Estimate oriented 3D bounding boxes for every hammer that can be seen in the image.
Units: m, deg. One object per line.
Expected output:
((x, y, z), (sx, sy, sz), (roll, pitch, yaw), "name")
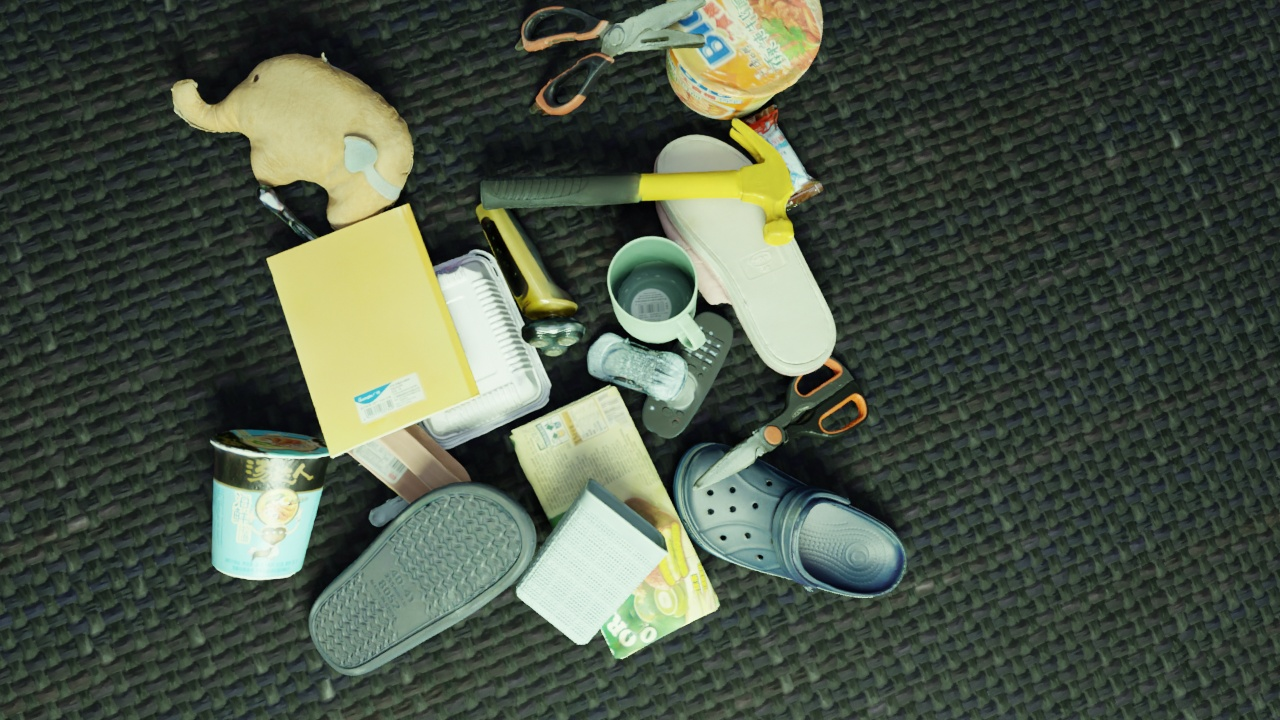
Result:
((-0.002, -0.168, 0.889), (0.300, 0.033, 0.128), (-3, 72, -3), "hammer")

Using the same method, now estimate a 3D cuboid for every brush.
((-0.218, 0.095, 0.866), (0.145, 0.073, 0.063), (42, 65, -3), "brush")

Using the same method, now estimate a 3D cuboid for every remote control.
((0.047, 0.015, 0.927), (0.053, 0.024, 0.136), (30, 85, 1), "remote control")

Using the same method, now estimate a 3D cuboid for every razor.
((-0.114, -0.083, 0.903), (0.067, 0.062, 0.167), (-24, 83, -41), "razor")
((-0.315, -0.117, 0.886), (0.142, 0.022, 0.043), (43, 103, -8), "razor")

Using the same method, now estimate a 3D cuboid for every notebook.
((-0.248, -0.032, 0.845), (0.146, 0.010, 0.206), (-23, 75, -3), "notebook")

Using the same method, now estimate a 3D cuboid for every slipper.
((-0.197, 0.194, 0.849), (0.269, 0.083, 0.110), (-37, 83, 21), "slipper")
((0.148, 0.167, 0.896), (0.253, 0.095, 0.105), (25, 81, -7), "slipper")
((0.103, -0.106, 0.924), (0.114, 0.054, 0.274), (-29, 80, -11), "slipper")

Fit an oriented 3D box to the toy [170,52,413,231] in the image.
((-0.324, -0.223, 0.873), (0.226, 0.082, 0.143), (31, 99, -3), "toy")

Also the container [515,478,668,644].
((-0.045, 0.179, 0.814), (0.090, 0.090, 0.111), (38, 89, 0), "container")

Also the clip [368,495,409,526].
((-0.237, 0.142, 0.892), (0.056, 0.028, 0.024), (-27, 91, -17), "clip")

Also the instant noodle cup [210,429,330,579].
((-0.343, 0.133, 0.845), (0.111, 0.111, 0.120), (8, 93, -5), "instant noodle cup")

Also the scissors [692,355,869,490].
((0.126, 0.058, 0.897), (0.234, 0.022, 0.125), (-9, 71, -25), "scissors")

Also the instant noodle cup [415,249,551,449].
((-0.177, -0.013, 0.889), (0.138, 0.060, 0.173), (-24, 88, -7), "instant noodle cup")

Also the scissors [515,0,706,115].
((-0.036, -0.296, 0.881), (0.197, 0.015, 0.214), (48, 119, 21), "scissors")

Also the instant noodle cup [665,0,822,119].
((0.092, -0.314, 0.909), (0.151, 0.111, 0.151), (0, 86, -6), "instant noodle cup")

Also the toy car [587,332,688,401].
((-0.005, 0.005, 0.907), (0.106, 0.031, 0.049), (17, 82, 16), "toy car")

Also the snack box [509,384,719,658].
((-0.026, 0.153, 0.892), (0.114, 0.063, 0.240), (-26, 90, -7), "snack box")

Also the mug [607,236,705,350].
((0.022, -0.054, 0.880), (0.082, 0.106, 0.111), (-40, 80, -5), "mug")

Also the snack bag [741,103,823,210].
((0.145, -0.211, 0.951), (0.048, 0.026, 0.104), (-28, 89, 5), "snack bag")
